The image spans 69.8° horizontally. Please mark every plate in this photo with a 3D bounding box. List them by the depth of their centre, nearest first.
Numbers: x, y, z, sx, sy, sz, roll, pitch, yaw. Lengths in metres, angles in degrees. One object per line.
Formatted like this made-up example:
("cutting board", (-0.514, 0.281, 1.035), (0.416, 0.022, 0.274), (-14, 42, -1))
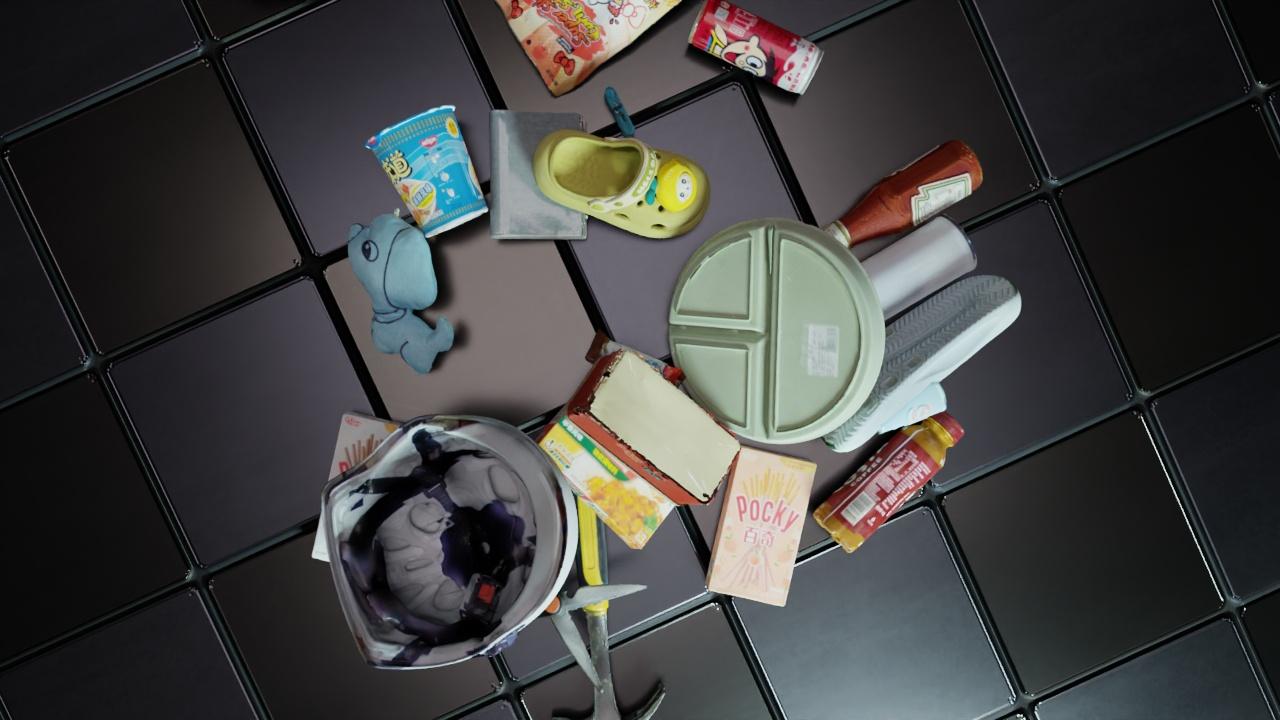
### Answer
("plate", (0.126, -0.026, 0.914), (0.231, 0.027, 0.230), (7, 104, 28))

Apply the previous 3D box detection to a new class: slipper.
("slipper", (-0.012, -0.179, 0.922), (0.190, 0.082, 0.091), (12, 92, -18))
("slipper", (0.284, 0.007, 0.940), (0.245, 0.104, 0.074), (-39, 119, 5))

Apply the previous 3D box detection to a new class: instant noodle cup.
("instant noodle cup", (-0.210, -0.187, 0.931), (0.099, 0.099, 0.110), (-24, 101, -1))

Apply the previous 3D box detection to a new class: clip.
("clip", (-0.022, -0.261, 0.964), (0.014, 0.046, 0.057), (-29, 95, -3))

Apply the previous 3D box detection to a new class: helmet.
("helmet", (-0.165, 0.171, 0.887), (0.259, 0.146, 0.229), (-29, 73, 11))

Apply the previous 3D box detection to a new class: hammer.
("hammer", (-0.047, 0.244, 0.971), (0.126, 0.032, 0.323), (-5, 91, -1))

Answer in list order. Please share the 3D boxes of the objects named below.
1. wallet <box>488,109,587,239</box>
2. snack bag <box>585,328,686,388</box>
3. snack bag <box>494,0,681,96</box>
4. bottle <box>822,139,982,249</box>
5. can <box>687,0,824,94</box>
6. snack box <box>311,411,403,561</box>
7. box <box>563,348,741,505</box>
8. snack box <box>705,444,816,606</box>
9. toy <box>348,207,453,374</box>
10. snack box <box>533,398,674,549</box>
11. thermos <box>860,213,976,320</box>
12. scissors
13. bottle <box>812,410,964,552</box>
("wallet", (-0.104, -0.192, 0.955), (0.106, 0.037, 0.129), (-1, 93, -13))
("snack bag", (-0.006, 0.006, 0.963), (0.104, 0.026, 0.048), (25, 131, -3))
("snack bag", (-0.037, -0.384, 0.947), (0.208, 0.073, 0.128), (-33, 92, 7))
("bottle", (0.252, -0.155, 0.955), (0.206, 0.059, 0.060), (-30, 92, 3))
("can", (0.119, -0.326, 0.949), (0.133, 0.053, 0.053), (25, 91, -2))
("snack box", (-0.286, 0.139, 0.966), (0.084, 0.027, 0.157), (13, 92, -1))
("box", (0.018, 0.066, 0.916), (0.168, 0.078, 0.091), (40, 67, -16))
("snack box", (0.127, 0.175, 0.975), (0.084, 0.026, 0.157), (13, 91, -2))
("toy", (-0.247, -0.076, 0.940), (0.161, 0.049, 0.156), (29, 112, 20))
("snack box", (-0.034, 0.114, 0.943), (0.156, 0.027, 0.076), (46, 66, -13))
("thermos", (0.234, -0.064, 0.953), (0.224, 0.073, 0.073), (-31, 92, 0))
("scissors", (-0.103, 0.238, 0.949), (0.231, 0.021, 0.220), (-16, 80, 17))
("bottle", (0.262, 0.122, 0.961), (0.175, 0.057, 0.057), (-43, 92, 0))
